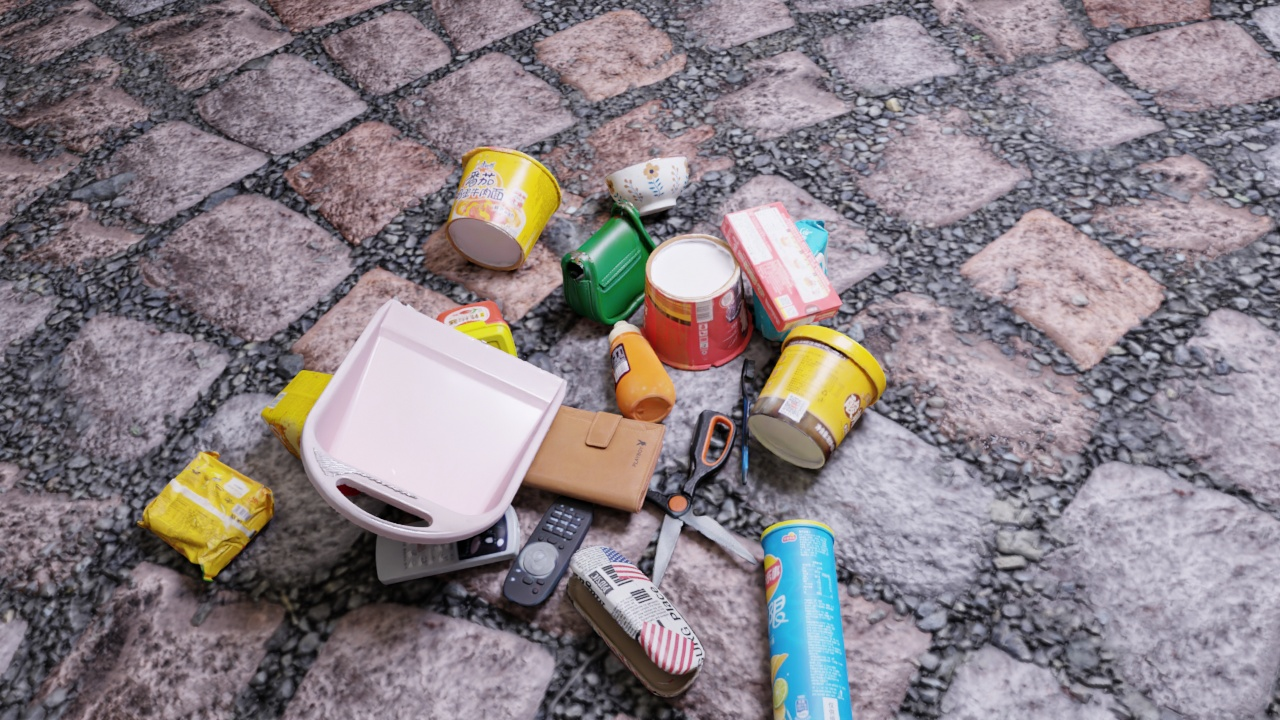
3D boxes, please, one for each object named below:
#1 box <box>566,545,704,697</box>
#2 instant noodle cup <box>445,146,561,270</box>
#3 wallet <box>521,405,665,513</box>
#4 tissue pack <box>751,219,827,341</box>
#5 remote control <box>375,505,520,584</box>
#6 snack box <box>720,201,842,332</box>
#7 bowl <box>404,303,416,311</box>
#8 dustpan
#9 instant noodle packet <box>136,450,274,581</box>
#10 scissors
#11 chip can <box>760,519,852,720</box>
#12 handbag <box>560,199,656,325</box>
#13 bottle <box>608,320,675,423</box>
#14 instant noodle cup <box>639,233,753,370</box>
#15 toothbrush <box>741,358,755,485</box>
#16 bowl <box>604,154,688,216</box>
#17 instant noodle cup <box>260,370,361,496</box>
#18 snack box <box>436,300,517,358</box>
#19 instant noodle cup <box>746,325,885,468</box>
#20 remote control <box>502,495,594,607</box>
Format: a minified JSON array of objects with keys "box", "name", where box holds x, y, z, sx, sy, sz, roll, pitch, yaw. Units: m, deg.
[{"box":[-0.004,0.232,0.861,0.075,0.082,0.163,-30,51,-25],"name":"box"},{"box":[-0.185,-0.191,1.196,0.138,0.138,0.109,11,61,14],"name":"instant noodle cup"},{"box":[-0.048,0.102,0.978,0.132,0.031,0.107,12,54,16],"name":"wallet"},{"box":[0.183,-0.097,1.097,0.050,0.093,0.133,22,57,27],"name":"tissue pack"},{"box":[-0.199,0.188,0.945,0.150,0.021,0.058,-13,59,3],"name":"remote control"},{"box":[0.156,-0.107,1.027,0.075,0.026,0.152,-16,64,-19],"name":"snack box"},{"box":[-0.285,-0.002,1.076,0.066,0.117,0.116,40,55,-17],"name":"bowl"},{"box":[-0.199,0.058,0.901,0.222,0.139,0.272,23,64,-6],"name":"dustpan"},{"box":[-0.464,0.165,0.990,0.128,0.044,0.110,24,64,28],"name":"instant noodle packet"},{"box":[0.036,0.139,0.970,0.234,0.022,0.220,25,59,25],"name":"scissors"},{"box":[0.150,0.254,0.833,0.071,0.071,0.209,-2,52,5],"name":"chip can"},{"box":[-0.037,-0.116,1.121,0.068,0.120,0.131,26,60,31],"name":"handbag"},{"box":[-0.006,0.006,1.059,0.066,0.067,0.149,-15,44,-6],"name":"bottle"},{"box":[0.066,-0.074,1.082,0.138,0.109,0.137,-3,51,3],"name":"instant noodle cup"},{"box":[0.119,0.063,1.012,0.016,0.014,0.189,11,43,-3],"name":"toothbrush"},{"box":[0.013,-0.230,1.231,0.113,0.113,0.062,-14,94,-5],"name":"bowl"},{"box":[-0.340,0.071,1.016,0.124,0.116,0.115,13,52,31],"name":"instant noodle cup"},{"box":[-0.199,-0.022,1.094,0.091,0.082,0.080,-15,38,-7],"name":"snack box"},{"box":[0.181,0.042,0.975,0.118,0.118,0.114,26,66,25],"name":"instant noodle cup"},{"box":[-0.092,0.194,0.936,0.053,0.024,0.136,19,53,19],"name":"remote control"}]
